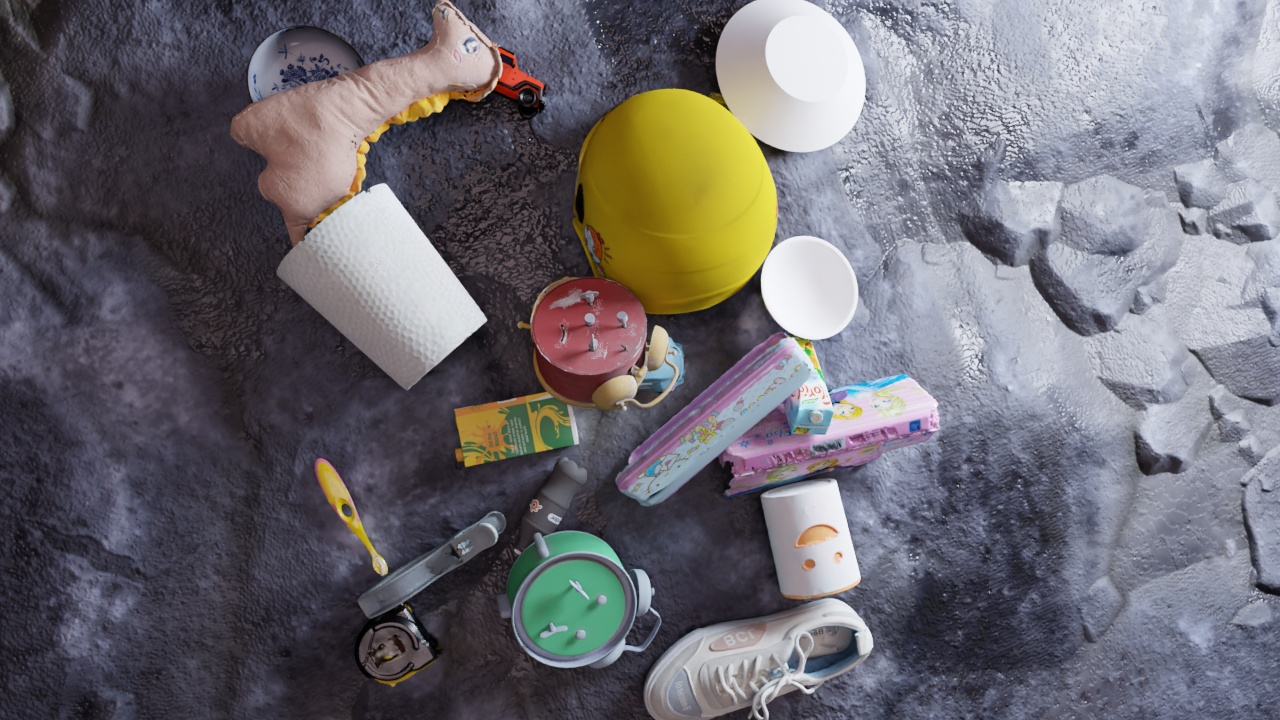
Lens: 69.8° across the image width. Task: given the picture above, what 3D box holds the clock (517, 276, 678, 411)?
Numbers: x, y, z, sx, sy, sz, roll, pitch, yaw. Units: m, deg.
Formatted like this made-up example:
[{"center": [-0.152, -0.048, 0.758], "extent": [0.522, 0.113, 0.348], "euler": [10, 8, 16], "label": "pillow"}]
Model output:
[{"center": [-0.036, -0.014, 0.894], "extent": [0.159, 0.081, 0.116], "euler": [35, 66, 17], "label": "clock"}]

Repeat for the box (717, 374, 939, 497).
[{"center": [0.190, 0.090, 0.959], "extent": [0.230, 0.084, 0.091], "euler": [-12, 118, -7], "label": "box"}]

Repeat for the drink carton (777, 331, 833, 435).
[{"center": [0.163, 0.023, 0.931], "extent": [0.044, 0.128, 0.039], "euler": [3, 130, -7], "label": "drink carton"}]

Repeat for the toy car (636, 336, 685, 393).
[{"center": [-0.006, 0.006, 0.954], "extent": [0.107, 0.027, 0.060], "euler": [-3, 88, -7], "label": "toy car"}]

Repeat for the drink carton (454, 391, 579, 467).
[{"center": [-0.128, 0.067, 0.931], "extent": [0.122, 0.041, 0.058], "euler": [-11, 89, -8], "label": "drink carton"}]

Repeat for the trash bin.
[{"center": [-0.240, -0.065, 0.882], "extent": [0.133, 0.133, 0.161], "euler": [-42, 98, -7], "label": "trash bin"}]

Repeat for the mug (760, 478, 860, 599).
[{"center": [0.174, 0.182, 0.943], "extent": [0.082, 0.082, 0.105], "euler": [-13, 89, -7], "label": "mug"}]

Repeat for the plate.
[{"center": [0.167, -0.309, 0.965], "extent": [0.174, 0.036, 0.174], "euler": [2, 82, -15], "label": "plate"}]

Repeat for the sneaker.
[{"center": [0.120, 0.308, 0.928], "extent": [0.242, 0.091, 0.089], "euler": [-18, 91, -6], "label": "sneaker"}]

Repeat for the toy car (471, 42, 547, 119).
[{"center": [-0.140, -0.288, 0.935], "extent": [0.100, 0.051, 0.049], "euler": [23, 88, -5], "label": "toy car"}]

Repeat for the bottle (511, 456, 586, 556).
[{"center": [-0.095, 0.152, 0.934], "extent": [0.036, 0.036, 0.110], "euler": [33, 85, -5], "label": "bottle"}]

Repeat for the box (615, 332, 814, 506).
[{"center": [0.073, 0.058, 0.886], "extent": [0.214, 0.140, 0.062], "euler": [-41, 86, 8], "label": "box"}]

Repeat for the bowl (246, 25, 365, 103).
[{"center": [-0.324, -0.276, 0.906], "extent": [0.114, 0.045, 0.114], "euler": [-6, 121, -11], "label": "bowl"}]

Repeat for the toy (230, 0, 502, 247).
[{"center": [-0.251, -0.223, 0.891], "extent": [0.264, 0.065, 0.196], "euler": [-19, 118, -7], "label": "toy"}]

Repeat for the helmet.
[{"center": [0.037, -0.170, 0.909], "extent": [0.209, 0.140, 0.240], "euler": [-17, 90, -7], "label": "helmet"}]

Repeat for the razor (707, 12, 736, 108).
[{"center": [0.098, -0.321, 0.981], "extent": [0.042, 0.026, 0.106], "euler": [9, 83, -5], "label": "razor"}]

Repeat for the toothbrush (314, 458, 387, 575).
[{"center": [-0.290, 0.158, 0.921], "extent": [0.021, 0.016, 0.135], "euler": [-30, 92, -5], "label": "toothbrush"}]

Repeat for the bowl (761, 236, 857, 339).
[{"center": [0.170, -0.072, 0.968], "extent": [0.110, 0.041, 0.110], "euler": [3, 79, -16], "label": "bowl"}]

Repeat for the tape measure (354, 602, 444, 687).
[{"center": [-0.245, 0.283, 0.910], "extent": [0.072, 0.042, 0.071], "euler": [-36, 96, -4], "label": "tape measure"}]

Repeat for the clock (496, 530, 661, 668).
[{"center": [-0.052, 0.245, 0.910], "extent": [0.161, 0.075, 0.122], "euler": [29, 94, -19], "label": "clock"}]

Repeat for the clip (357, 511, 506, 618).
[{"center": [-0.203, 0.199, 0.913], "extent": [0.162, 0.090, 0.027], "euler": [-31, 93, 7], "label": "clip"}]
